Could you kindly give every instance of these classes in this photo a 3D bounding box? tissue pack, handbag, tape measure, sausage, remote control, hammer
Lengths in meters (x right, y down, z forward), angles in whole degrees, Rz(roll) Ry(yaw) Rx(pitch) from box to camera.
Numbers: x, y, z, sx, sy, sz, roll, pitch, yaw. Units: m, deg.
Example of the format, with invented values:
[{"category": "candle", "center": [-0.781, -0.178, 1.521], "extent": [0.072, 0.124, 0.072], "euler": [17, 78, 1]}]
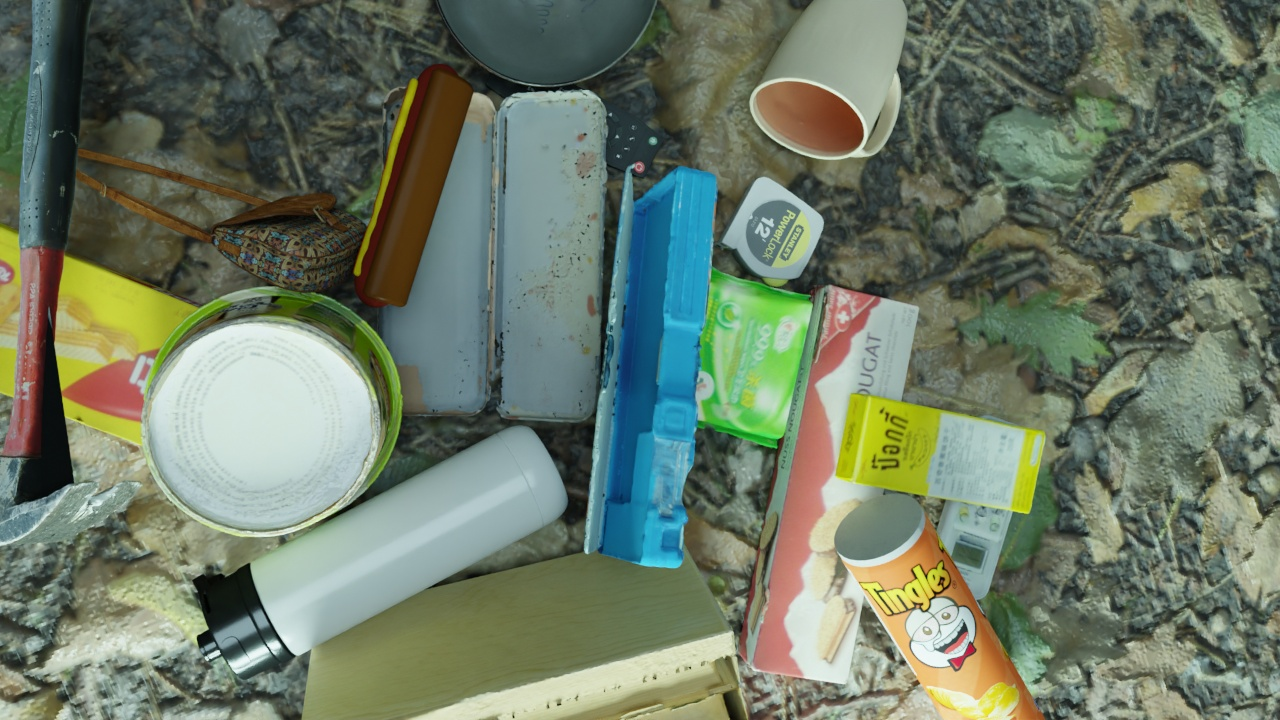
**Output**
[{"category": "tissue pack", "center": [0.063, -0.004, 0.644], "extent": [0.099, 0.034, 0.114], "euler": [13, 91, -11]}, {"category": "handbag", "center": [-0.267, -0.102, 0.562], "extent": [0.196, 0.093, 0.043], "euler": [21, 112, -1]}, {"category": "tape measure", "center": [0.092, -0.090, 0.655], "extent": [0.065, 0.017, 0.064], "euler": [30, 86, -9]}, {"category": "sausage", "center": [-0.142, -0.107, 0.565], "extent": [0.040, 0.040, 0.155], "euler": [18, 90, -10]}, {"category": "remote control", "center": [0.250, 0.108, 0.682], "extent": [0.050, 0.022, 0.133], "euler": [19, 87, -10]}, {"category": "remote control", "center": [-0.046, -0.169, 0.634], "extent": [0.124, 0.010, 0.039], "euler": [28, 86, -9]}, {"category": "hammer", "center": [-0.326, -0.061, 0.509], "extent": [0.141, 0.036, 0.326], "euler": [-3, 83, 30]}]

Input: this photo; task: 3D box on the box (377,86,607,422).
[{"category": "box", "center": [-0.098, -0.069, 0.605], "extent": [0.157, 0.063, 0.216], "euler": [1, 90, 10]}]

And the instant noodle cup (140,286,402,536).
[{"category": "instant noodle cup", "center": [-0.210, 0.031, 0.522], "extent": [0.146, 0.098, 0.146], "euler": [-1, 95, -16]}]

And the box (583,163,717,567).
[{"category": "box", "center": [-0.005, 0.003, 0.584], "extent": [0.066, 0.091, 0.243], "euler": [9, 81, -19]}]

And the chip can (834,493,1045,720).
[{"category": "chip can", "center": [0.209, 0.190, 0.632], "extent": [0.062, 0.062, 0.210], "euler": [-37, 110, -8]}]

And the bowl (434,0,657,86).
[{"category": "bowl", "center": [-0.064, -0.249, 0.606], "extent": [0.150, 0.057, 0.150], "euler": [0, 90, -10]}]

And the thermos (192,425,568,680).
[{"category": "thermos", "center": [-0.166, 0.115, 0.587], "extent": [0.229, 0.101, 0.068], "euler": [-27, 112, -17]}]

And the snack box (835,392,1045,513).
[{"category": "snack box", "center": [0.209, 0.065, 0.637], "extent": [0.148, 0.026, 0.061], "euler": [12, 89, -18]}]

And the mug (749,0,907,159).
[{"category": "mug", "center": [0.144, -0.196, 0.637], "extent": [0.111, 0.085, 0.104], "euler": [38, 71, -36]}]

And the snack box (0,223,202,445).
[{"category": "snack box", "center": [-0.330, -0.007, 0.570], "extent": [0.200, 0.042, 0.092], "euler": [23, 87, -9]}]

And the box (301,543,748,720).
[{"category": "box", "center": [-0.069, 0.212, 0.575], "extent": [0.248, 0.141, 0.148], "euler": [-12, 100, -9]}]

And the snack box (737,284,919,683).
[{"category": "snack box", "center": [0.133, 0.086, 0.650], "extent": [0.076, 0.044, 0.273], "euler": [12, 89, -11]}]
